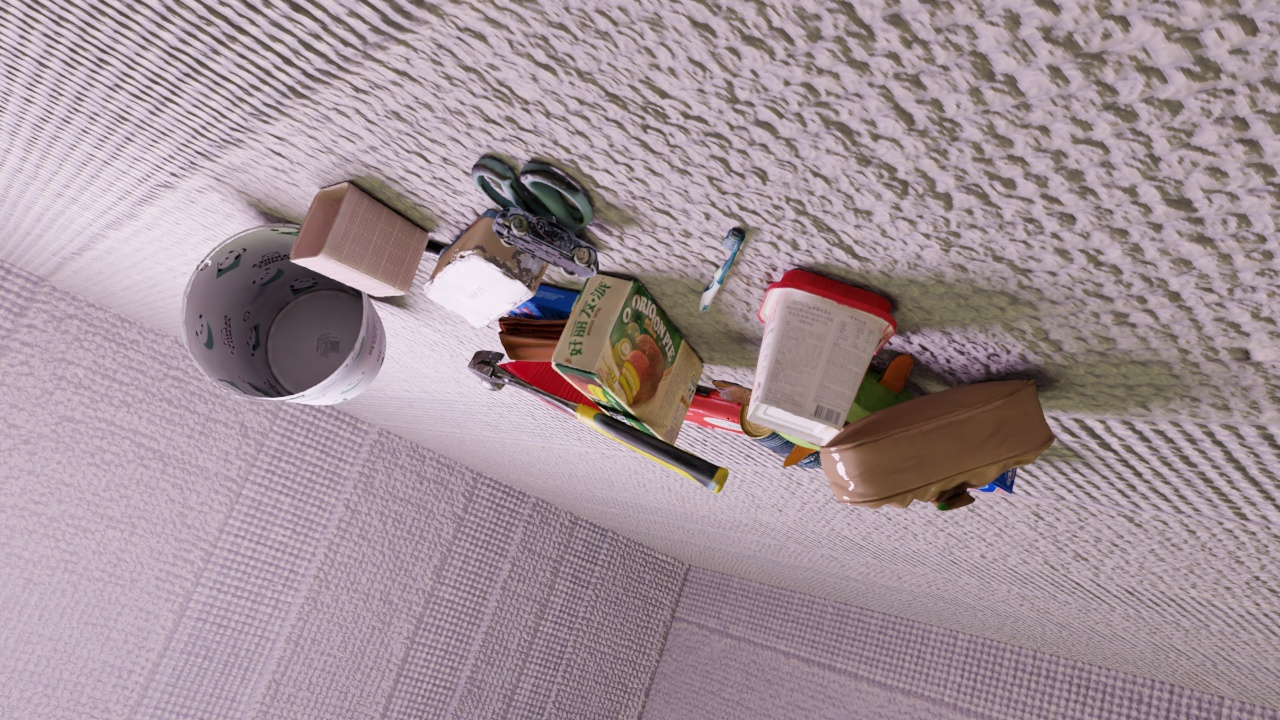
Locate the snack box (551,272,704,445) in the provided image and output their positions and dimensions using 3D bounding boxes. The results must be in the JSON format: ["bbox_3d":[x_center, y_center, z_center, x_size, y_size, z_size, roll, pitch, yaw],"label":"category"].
[{"bbox_3d":[-0.006,0.006,1.040,0.063,0.114,0.240,15,164,28],"label":"snack box"}]

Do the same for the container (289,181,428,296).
[{"bbox_3d":[-0.307,-0.127,1.014,0.111,0.090,0.090,29,162,-39],"label":"container"}]

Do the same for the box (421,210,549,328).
[{"bbox_3d":[-0.167,-0.091,0.979,0.089,0.059,0.185,34,156,-22],"label":"box"}]

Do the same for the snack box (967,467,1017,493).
[{"bbox_3d":[0.348,0.121,1.099,0.057,0.058,0.208,28,163,-27],"label":"snack box"}]

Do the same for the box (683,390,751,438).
[{"bbox_3d":[0.129,0.086,1.285,0.201,0.037,0.158,12,163,22],"label":"box"}]

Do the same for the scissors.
[{"bbox_3d":[-0.071,-0.130,0.843,0.139,0.019,0.180,7,158,37],"label":"scissors"}]

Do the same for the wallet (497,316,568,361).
[{"bbox_3d":[-0.101,-0.021,1.078,0.124,0.032,0.101,3,164,2],"label":"wallet"}]

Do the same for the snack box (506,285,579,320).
[{"bbox_3d":[-0.101,-0.061,1.091,0.157,0.026,0.084,13,165,23],"label":"snack box"}]

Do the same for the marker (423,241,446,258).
[{"bbox_3d":[-0.195,-0.114,1.049,0.131,0.018,0.022,17,-172,11],"label":"marker"}]

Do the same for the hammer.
[{"bbox_3d":[-0.052,0.067,1.034,0.323,0.032,0.126,25,169,11],"label":"hammer"}]

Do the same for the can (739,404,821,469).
[{"bbox_3d":[0.186,0.081,1.131,0.111,0.075,0.075,30,161,-34],"label":"can"}]

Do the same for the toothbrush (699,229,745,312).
[{"bbox_3d":[0.071,-0.079,0.848,0.018,0.016,0.192,30,164,2],"label":"toothbrush"}]

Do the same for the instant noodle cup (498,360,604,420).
[{"bbox_3d":[-0.092,0.025,1.225,0.194,0.066,0.193,27,-175,-3],"label":"instant noodle cup"}]

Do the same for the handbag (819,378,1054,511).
[{"bbox_3d":[0.272,0.084,0.860,0.204,0.100,0.148,-17,179,2],"label":"handbag"}]

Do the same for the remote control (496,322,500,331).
[{"bbox_3d":[-0.112,-0.029,1.156,0.135,0.020,0.056,12,180,-31],"label":"remote control"}]

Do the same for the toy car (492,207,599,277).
[{"bbox_3d":[-0.084,-0.108,0.839,0.105,0.031,0.049,27,164,-17],"label":"toy car"}]

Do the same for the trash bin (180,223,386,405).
[{"bbox_3d":[-0.469,-0.042,1.271,0.229,0.229,0.252,20,170,-1],"label":"trash bin"}]

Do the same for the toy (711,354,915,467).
[{"bbox_3d":[0.207,0.053,0.971,0.246,0.089,0.228,21,143,-14],"label":"toy"}]

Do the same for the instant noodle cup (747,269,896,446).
[{"bbox_3d":[0.152,0.001,0.818,0.116,0.124,0.116,19,164,5],"label":"instant noodle cup"}]
